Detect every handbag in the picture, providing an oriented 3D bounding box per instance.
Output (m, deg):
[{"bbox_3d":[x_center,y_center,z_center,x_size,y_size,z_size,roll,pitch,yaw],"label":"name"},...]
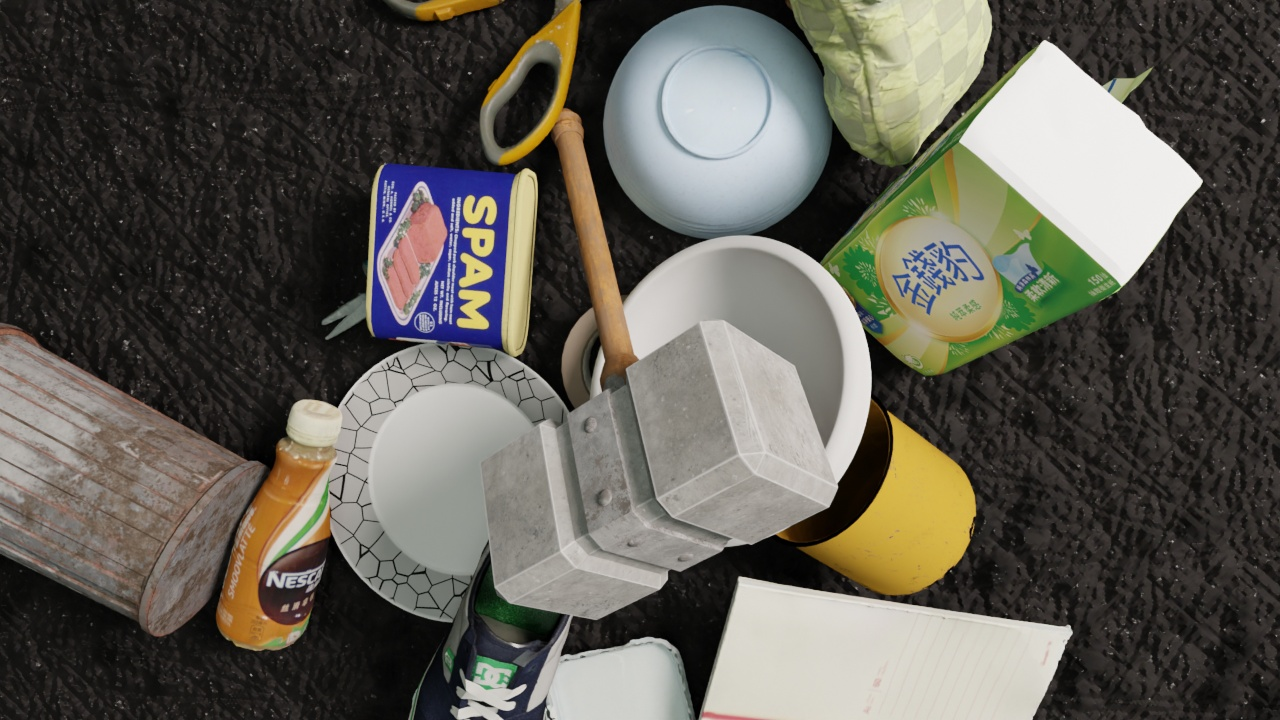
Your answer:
[{"bbox_3d":[0.124,-0.204,0.508,0.113,0.186,0.117,-40,52,-5],"label":"handbag"}]

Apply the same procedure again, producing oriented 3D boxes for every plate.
[{"bbox_3d":[-0.125,0.081,0.621,0.189,0.016,0.188,0,93,10],"label":"plate"}]

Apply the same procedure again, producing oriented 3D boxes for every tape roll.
[{"bbox_3d":[-0.004,0.004,0.605,0.094,0.030,0.093,0,93,5],"label":"tape roll"}]

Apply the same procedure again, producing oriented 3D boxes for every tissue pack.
[{"bbox_3d":[0.204,-0.090,0.510,0.120,0.198,0.141,44,72,-4],"label":"tissue pack"}]

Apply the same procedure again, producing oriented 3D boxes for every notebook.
[{"bbox_3d":[0.146,0.215,0.578,0.208,0.012,0.153,9,112,-5],"label":"notebook"}]

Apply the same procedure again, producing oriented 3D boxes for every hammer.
[{"bbox_3d":[-0.020,-0.035,0.524,0.163,0.083,0.317,-33,53,26],"label":"hammer"}]

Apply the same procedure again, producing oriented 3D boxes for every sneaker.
[{"bbox_3d":[-0.091,0.193,0.556,0.084,0.079,0.235,19,90,-1],"label":"sneaker"}]

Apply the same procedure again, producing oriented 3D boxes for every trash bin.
[{"bbox_3d":[-0.367,0.073,0.591,0.211,0.130,0.131,27,95,1],"label":"trash bin"}]

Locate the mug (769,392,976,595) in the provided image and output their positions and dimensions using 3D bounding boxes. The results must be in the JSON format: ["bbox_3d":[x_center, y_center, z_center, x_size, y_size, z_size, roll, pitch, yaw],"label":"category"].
[{"bbox_3d":[0.136,0.072,0.558,0.094,0.123,0.101,33,131,-30],"label":"mug"}]

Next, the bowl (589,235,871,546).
[{"bbox_3d":[0.057,0.020,0.534,0.177,0.066,0.176,-11,71,35],"label":"bowl"}]

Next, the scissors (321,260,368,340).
[{"bbox_3d":[-0.149,-0.058,0.620,0.144,0.019,0.126,10,95,6],"label":"scissors"}]

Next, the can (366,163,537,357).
[{"bbox_3d":[-0.118,-0.065,0.579,0.092,0.056,0.116,5,97,2],"label":"can"}]

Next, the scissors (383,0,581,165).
[{"bbox_3d":[-0.070,-0.240,0.596,0.217,0.016,0.225,29,85,11],"label":"scissors"}]

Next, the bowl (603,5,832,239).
[{"bbox_3d":[0.047,-0.153,0.570,0.150,0.074,0.150,0,93,5],"label":"bowl"}]

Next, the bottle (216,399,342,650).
[{"bbox_3d":[-0.233,0.107,0.606,0.059,0.059,0.167,20,103,3],"label":"bottle"}]

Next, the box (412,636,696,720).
[{"bbox_3d":[-0.045,0.296,0.620,0.189,0.037,0.209,-15,98,-2],"label":"box"}]
